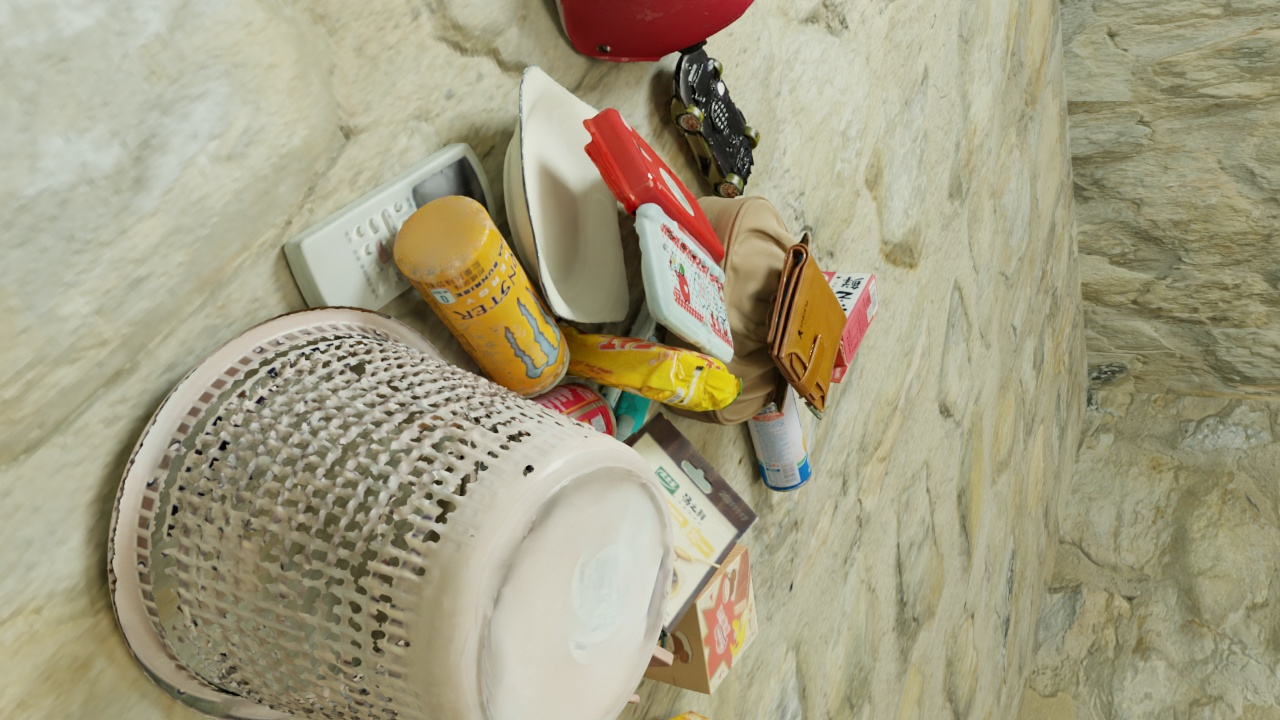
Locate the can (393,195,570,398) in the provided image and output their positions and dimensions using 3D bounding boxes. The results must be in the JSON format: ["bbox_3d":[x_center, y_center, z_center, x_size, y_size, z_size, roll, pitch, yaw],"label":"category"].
[{"bbox_3d":[-0.092,-0.034,0.561,0.146,0.058,0.058,62,43,-56],"label":"can"}]

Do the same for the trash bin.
[{"bbox_3d":[-0.100,0.095,0.449,0.226,0.192,0.227,-17,111,-52],"label":"trash bin"}]

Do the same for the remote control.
[{"bbox_3d":[-0.140,-0.076,0.542,0.149,0.021,0.058,-48,131,-42],"label":"remote control"}]

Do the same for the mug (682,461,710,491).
[{"bbox_3d":[0.002,0.129,0.738,0.124,0.084,0.103,49,49,-13],"label":"mug"}]

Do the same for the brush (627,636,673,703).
[{"bbox_3d":[-0.042,0.197,0.667,0.145,0.063,0.072,42,49,-37],"label":"brush"}]

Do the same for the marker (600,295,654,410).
[{"bbox_3d":[-0.012,0.000,0.748,0.017,0.017,0.145,55,50,-44],"label":"marker"}]

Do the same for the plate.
[{"bbox_3d":[-0.054,-0.105,0.629,0.164,0.034,0.163,1,83,-72],"label":"plate"}]

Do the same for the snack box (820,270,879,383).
[{"bbox_3d":[0.166,-0.039,0.926,0.126,0.113,0.044,-54,139,-40],"label":"snack box"}]

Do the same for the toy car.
[{"bbox_3d":[0.064,-0.209,0.819,0.158,0.042,0.070,52,51,-47],"label":"toy car"}]

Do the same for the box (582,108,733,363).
[{"bbox_3d":[0.025,-0.084,0.672,0.201,0.050,0.160,24,45,-69],"label":"box"}]

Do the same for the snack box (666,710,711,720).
[{"bbox_3d":[0.009,0.359,0.795,0.155,0.027,0.077,13,90,-57],"label":"snack box"}]

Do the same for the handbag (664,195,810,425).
[{"bbox_3d":[0.094,-0.042,0.828,0.147,0.100,0.204,7,92,-53],"label":"handbag"}]

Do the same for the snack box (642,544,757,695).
[{"bbox_3d":[0.045,0.218,0.800,0.094,0.077,0.093,-32,119,-51],"label":"snack box"}]

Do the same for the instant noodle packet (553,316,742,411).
[{"bbox_3d":[-0.004,0.004,0.657,0.110,0.128,0.044,12,92,-56],"label":"instant noodle packet"}]

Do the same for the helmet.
[{"bbox_3d":[0.034,-0.335,0.677,0.239,0.144,0.207,-35,120,-51],"label":"helmet"}]

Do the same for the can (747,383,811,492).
[{"bbox_3d":[0.140,0.069,0.951,0.053,0.053,0.135,-49,132,-43],"label":"can"}]

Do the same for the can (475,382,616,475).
[{"bbox_3d":[-0.066,0.056,0.625,0.093,0.067,0.066,-27,115,-53],"label":"can"}]

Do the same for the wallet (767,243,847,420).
[{"bbox_3d":[0.144,-0.019,0.801,0.130,0.035,0.119,43,55,-55],"label":"wallet"}]

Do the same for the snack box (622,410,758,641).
[{"bbox_3d":[0.006,0.119,0.660,0.113,0.053,0.125,48,45,0],"label":"snack box"}]

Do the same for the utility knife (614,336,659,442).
[{"bbox_3d":[-0.011,0.046,0.740,0.029,0.013,0.177,28,52,-10],"label":"utility knife"}]
